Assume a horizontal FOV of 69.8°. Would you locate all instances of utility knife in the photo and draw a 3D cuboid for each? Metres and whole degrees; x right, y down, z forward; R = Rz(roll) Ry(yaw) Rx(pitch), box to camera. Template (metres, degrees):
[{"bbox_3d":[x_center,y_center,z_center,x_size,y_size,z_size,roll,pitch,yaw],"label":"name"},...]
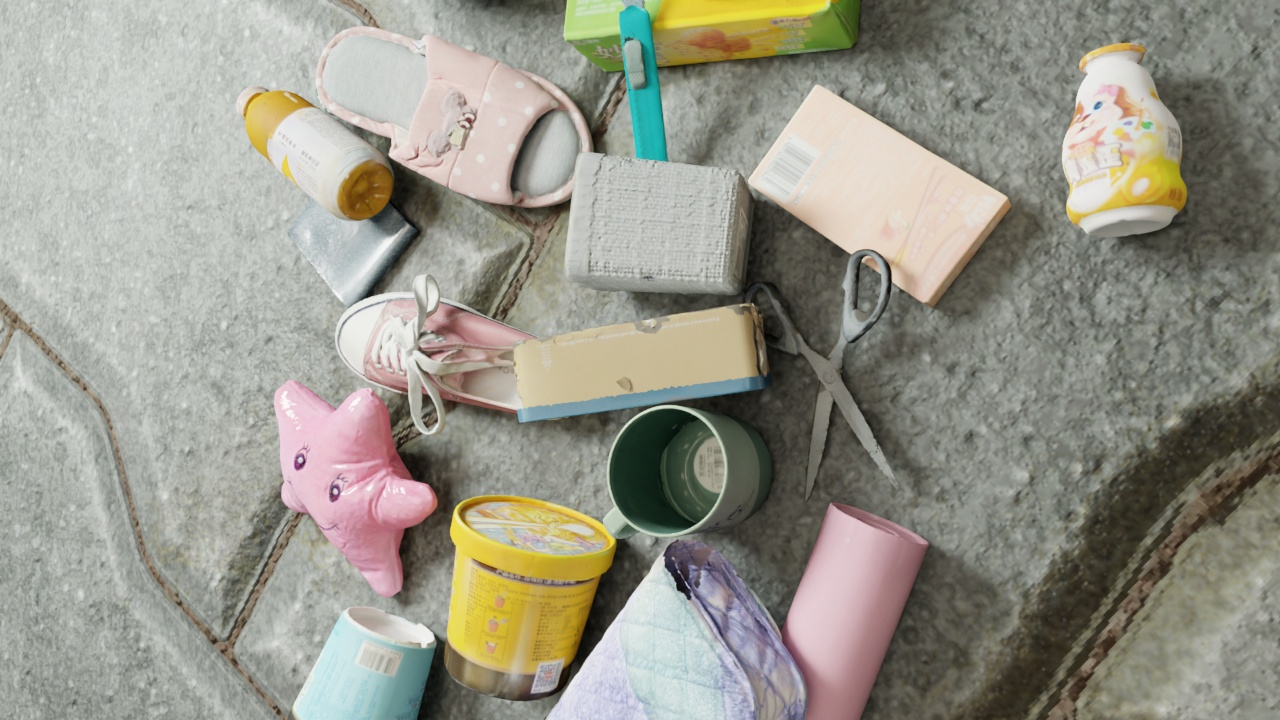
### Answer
[{"bbox_3d":[-0.002,-0.211,0.660,0.029,0.013,0.217,2,118,20],"label":"utility knife"}]

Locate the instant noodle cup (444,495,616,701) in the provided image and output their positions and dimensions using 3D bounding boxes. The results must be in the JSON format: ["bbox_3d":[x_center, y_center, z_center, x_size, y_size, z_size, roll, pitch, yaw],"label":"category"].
[{"bbox_3d":[-0.086,0.171,0.665,0.118,0.118,0.114,16,98,26],"label":"instant noodle cup"}]

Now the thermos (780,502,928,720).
[{"bbox_3d":[0.127,0.198,0.586,0.087,0.067,0.198,19,92,2],"label":"thermos"}]

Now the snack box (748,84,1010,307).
[{"bbox_3d":[0.158,-0.113,0.624,0.157,0.026,0.084,40,102,24],"label":"snack box"}]

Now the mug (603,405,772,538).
[{"bbox_3d":[0.028,0.083,0.620,0.112,0.106,0.082,-41,70,15],"label":"mug"}]

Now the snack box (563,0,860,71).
[{"bbox_3d":[0.054,-0.306,0.672,0.210,0.070,0.157,4,86,26],"label":"snack box"}]

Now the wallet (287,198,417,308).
[{"bbox_3d":[-0.264,-0.118,0.834,0.121,0.019,0.097,45,101,24],"label":"wallet"}]

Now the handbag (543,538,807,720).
[{"bbox_3d":[0.014,0.229,0.593,0.194,0.075,0.134,-57,48,23],"label":"handbag"}]

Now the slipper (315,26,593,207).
[{"bbox_3d":[-0.162,-0.208,0.758,0.274,0.054,0.114,27,96,16],"label":"slipper"}]

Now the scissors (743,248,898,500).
[{"bbox_3d":[0.124,0.007,0.622,0.159,0.014,0.181,31,111,38],"label":"scissors"}]

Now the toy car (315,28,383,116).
[{"bbox_3d":[-0.254,-0.260,0.833,0.091,0.036,0.043,-39,70,15],"label":"toy car"}]

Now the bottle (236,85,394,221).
[{"bbox_3d":[-0.296,-0.191,0.816,0.189,0.068,0.068,37,100,28],"label":"bottle"}]

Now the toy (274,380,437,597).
[{"bbox_3d":[-0.246,0.086,0.763,0.194,0.074,0.179,37,122,22],"label":"toy"}]

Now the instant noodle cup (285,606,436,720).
[{"bbox_3d":[-0.219,0.265,0.728,0.111,0.111,0.120,17,84,26],"label":"instant noodle cup"}]

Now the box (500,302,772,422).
[{"bbox_3d":[-0.004,0.004,0.628,0.184,0.089,0.060,-11,88,15],"label":"box"}]

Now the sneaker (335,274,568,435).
[{"bbox_3d":[-0.161,-0.006,0.732,0.241,0.087,0.118,15,91,25],"label":"sneaker"}]

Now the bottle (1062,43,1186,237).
[{"bbox_3d":[0.285,-0.130,0.545,0.063,0.063,0.108,-5,82,25],"label":"bottle"}]

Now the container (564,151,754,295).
[{"bbox_3d":[0.017,-0.092,0.648,0.114,0.090,0.090,6,90,14],"label":"container"}]
